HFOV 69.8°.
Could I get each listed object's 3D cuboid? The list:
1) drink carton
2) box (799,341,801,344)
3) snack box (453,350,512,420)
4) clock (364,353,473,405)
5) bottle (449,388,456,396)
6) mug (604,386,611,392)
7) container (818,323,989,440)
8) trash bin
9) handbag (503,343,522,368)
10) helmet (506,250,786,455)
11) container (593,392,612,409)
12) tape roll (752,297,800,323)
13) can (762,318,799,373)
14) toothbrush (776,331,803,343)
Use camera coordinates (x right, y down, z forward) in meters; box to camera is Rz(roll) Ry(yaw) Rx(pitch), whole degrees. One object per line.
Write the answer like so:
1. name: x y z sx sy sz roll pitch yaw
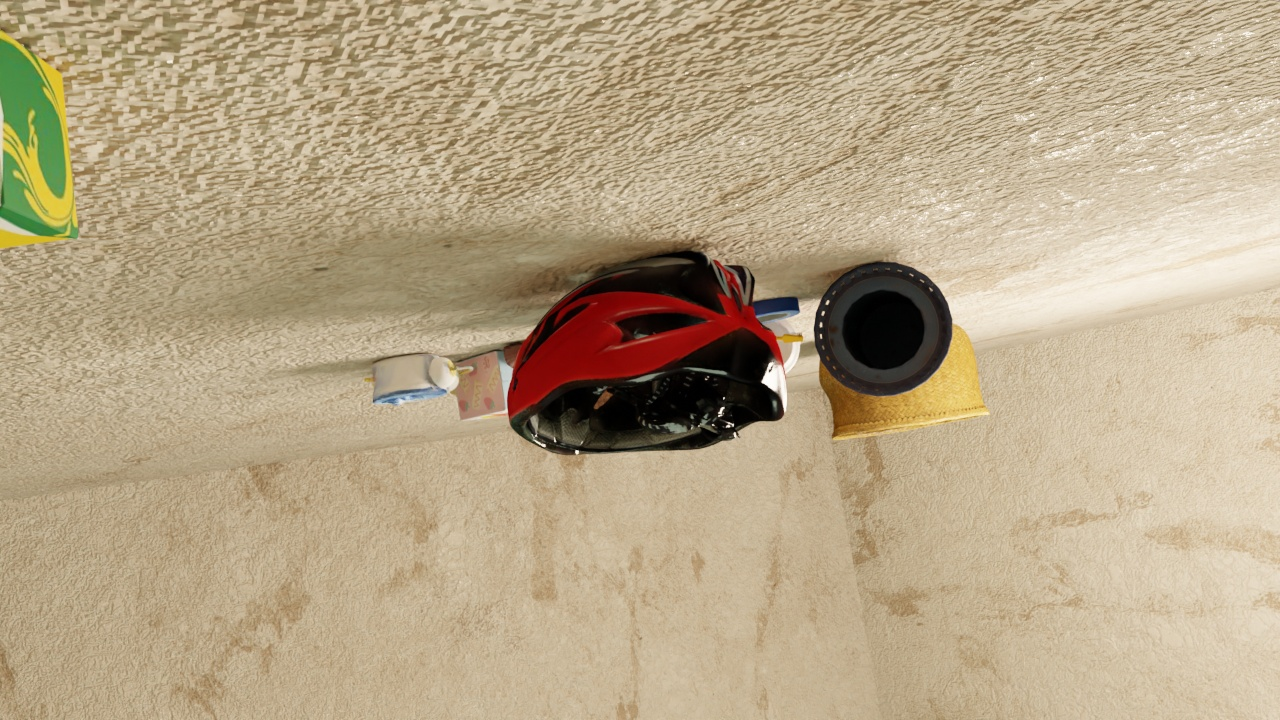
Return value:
1. drink carton: -0.251 -0.062 0.285 0.122 0.058 0.041 -9 174 -4
2. box: 0.198 -0.013 1.489 0.127 0.023 0.209 -17 -179 13
3. snack box: -0.177 0.032 1.199 0.095 0.079 0.092 -15 172 40
4. clock: -0.263 0.022 1.101 0.125 0.052 0.089 -8 174 -8
5. bottle: -0.227 0.039 1.301 0.072 0.046 0.161 8 176 12
6. mug: -0.023 -0.015 0.979 0.111 0.081 0.117 5 -134 26
7. container: 0.499 0.038 1.764 0.307 0.196 0.307 -7 173 -1
8. trash bin: 0.290 -0.030 1.067 0.139 0.139 0.249 -11 175 19
9. handbag: -0.104 -0.018 1.122 0.120 0.029 0.055 -15 172 7
10. helmet: -0.001 0.010 0.808 0.217 0.166 0.273 15 150 -38
11. container: -0.019 0.038 1.260 0.198 0.114 0.113 -11 -176 -7
12. tape roll: 0.152 -0.060 1.140 0.093 0.016 0.091 -14 173 35
13. can: 0.161 -0.011 1.269 0.088 0.088 0.166 -9 174 -3
14. toothbrush: 0.109 -0.029 1.177 0.197 0.031 0.030 1 -143 13
